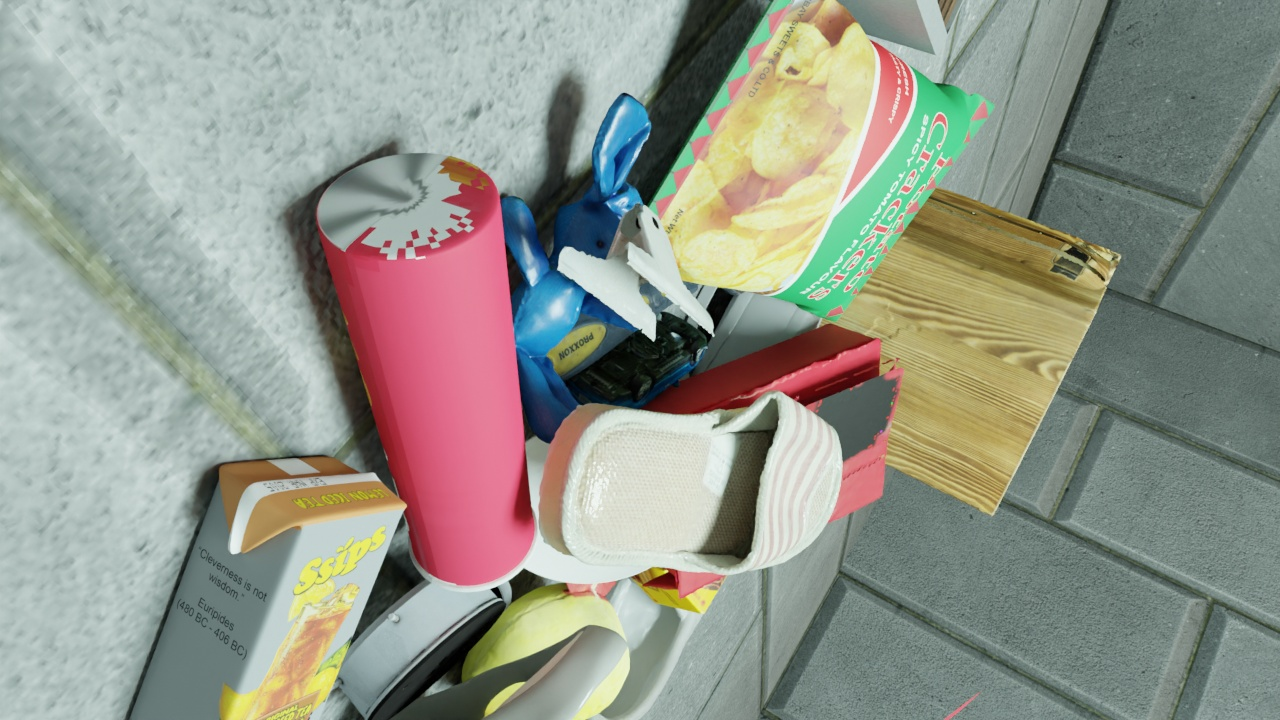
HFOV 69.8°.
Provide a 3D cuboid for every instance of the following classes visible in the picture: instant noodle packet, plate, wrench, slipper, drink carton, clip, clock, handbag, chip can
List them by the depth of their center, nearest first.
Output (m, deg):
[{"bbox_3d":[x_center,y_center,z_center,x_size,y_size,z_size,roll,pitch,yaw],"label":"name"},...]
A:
[{"bbox_3d":[-0.156,0.106,0.387,0.125,0.048,0.076,-67,158,7],"label":"drink carton"},{"bbox_3d":[-0.088,0.018,0.417,0.069,0.069,0.221,-47,152,-36],"label":"chip can"},{"bbox_3d":[0.003,-0.043,0.446,0.052,0.058,0.102,-49,149,4],"label":"clip"},{"bbox_3d":[-0.117,0.154,0.515,0.095,0.035,0.122,-48,168,13],"label":"clock"},{"bbox_3d":[0.052,0.070,0.522,0.262,0.052,0.115,9,93,-49],"label":"slipper"},{"bbox_3d":[-0.120,0.226,0.543,0.266,0.080,0.112,-46,176,22],"label":"slipper"},{"bbox_3d":[-0.030,0.089,0.584,0.011,0.134,0.135,-102,-159,-57],"label":"plate"},{"bbox_3d":[0.006,-0.043,0.602,0.272,0.022,0.073,-36,117,-44],"label":"wrench"},{"bbox_3d":[0.119,-0.120,0.606,0.252,0.090,0.196,8,123,-46],"label":"instant noodle packet"},{"bbox_3d":[0.010,0.213,0.813,0.246,0.112,0.075,-60,-165,-24],"label":"slipper"},{"bbox_3d":[0.098,-0.010,0.829,0.215,0.095,0.222,-60,170,-5],"label":"handbag"}]

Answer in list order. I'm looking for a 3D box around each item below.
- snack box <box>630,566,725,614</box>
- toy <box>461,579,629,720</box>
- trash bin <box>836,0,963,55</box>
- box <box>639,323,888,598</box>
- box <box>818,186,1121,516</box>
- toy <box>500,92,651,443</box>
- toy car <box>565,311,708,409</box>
[{"bbox_3d":[0.024,0.138,0.746,0.106,0.061,0.083,51,60,-24],"label":"snack box"},{"bbox_3d":[-0.082,0.233,0.648,0.208,0.092,0.133,-46,149,11],"label":"toy"},{"bbox_3d":[0.163,-0.321,0.539,0.114,0.114,0.229,0,114,-66],"label":"trash bin"},{"bbox_3d":[0.071,0.064,0.722,0.213,0.153,0.165,-19,121,-29],"label":"box"},{"bbox_3d":[0.334,-0.076,0.984,0.333,0.279,0.287,-31,141,-51],"label":"box"},{"bbox_3d":[-0.030,-0.042,0.485,0.112,0.071,0.176,17,88,-70],"label":"toy"},{"bbox_3d":[-0.004,0.004,0.616,0.119,0.056,0.044,-34,150,-46],"label":"toy car"}]
